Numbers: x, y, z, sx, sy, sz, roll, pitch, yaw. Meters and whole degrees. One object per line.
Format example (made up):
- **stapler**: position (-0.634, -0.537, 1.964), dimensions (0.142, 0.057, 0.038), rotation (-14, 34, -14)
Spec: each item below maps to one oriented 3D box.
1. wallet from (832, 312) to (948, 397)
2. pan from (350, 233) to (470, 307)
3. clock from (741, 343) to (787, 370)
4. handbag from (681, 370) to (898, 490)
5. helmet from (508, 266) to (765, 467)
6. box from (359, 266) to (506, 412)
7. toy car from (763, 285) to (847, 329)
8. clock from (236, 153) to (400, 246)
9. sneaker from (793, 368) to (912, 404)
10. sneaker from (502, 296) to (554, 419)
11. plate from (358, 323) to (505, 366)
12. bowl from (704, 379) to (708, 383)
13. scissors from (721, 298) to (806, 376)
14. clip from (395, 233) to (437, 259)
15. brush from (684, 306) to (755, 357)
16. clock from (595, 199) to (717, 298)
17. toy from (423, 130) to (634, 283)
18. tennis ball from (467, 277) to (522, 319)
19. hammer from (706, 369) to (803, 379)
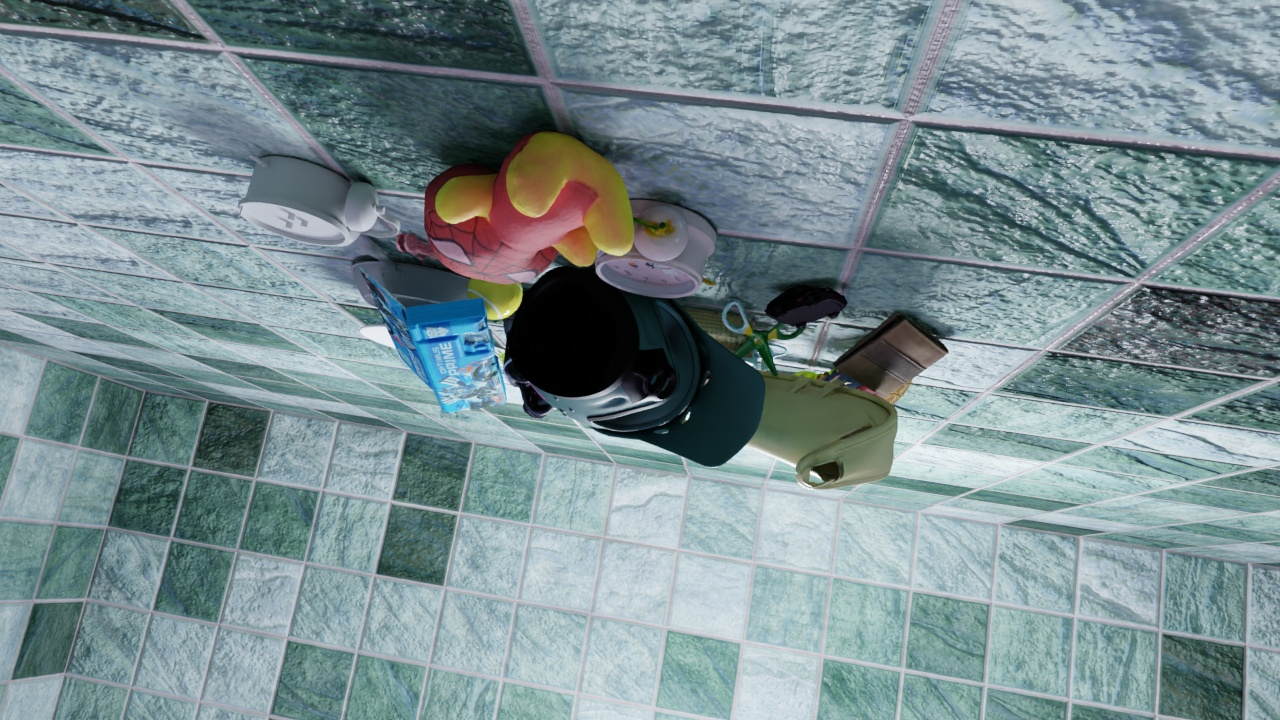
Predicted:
- **wallet**: position (0.293, -0.004, 1.071), dimensions (0.099, 0.027, 0.121), rotation (-40, 140, 25)
- **pan**: position (-0.304, -0.107, 1.150), dimensions (0.201, 0.050, 0.356), rotation (6, 170, 15)
- **clock**: position (0.141, -0.013, 1.242), dimensions (0.123, 0.042, 0.087), rotation (-8, 159, 39)
- **handbag**: position (0.178, 0.074, 1.096), dimensions (0.233, 0.089, 0.190), rotation (20, -158, 34)
- **helmet**: position (-0.006, 0.006, 1.022), dimensions (0.200, 0.176, 0.275), rotation (27, -178, -42)
- **box**: position (-0.259, -0.010, 1.141), dimensions (0.171, 0.070, 0.244), rotation (16, 154, 7)
- **toy car**: position (0.179, -0.062, 0.988), dimensions (0.042, 0.036, 0.092), rotation (21, 153, -37)
- **clock**: position (-0.320, -0.149, 0.918), dimensions (0.159, 0.061, 0.120), rotation (18, 165, -29)
- **sneaker**: position (0.265, 0.036, 1.210), dimensions (0.116, 0.091, 0.243), rotation (1, 144, -31)
- **sneaker**: position (-0.124, 0.011, 1.278), dimensions (0.097, 0.150, 0.252), rotation (5, 168, 16)
- **plate**: position (-0.280, -0.033, 1.305), dimensions (0.229, 0.030, 0.229), rotation (9, 170, 1)
- **bowl**: position (0.096, 0.036, 1.431), dimensions (0.177, 0.057, 0.177), rotation (9, 168, 2)
- **scissors**: position (0.138, -0.030, 1.098), dimensions (0.130, 0.011, 0.126), rotation (37, 125, -19)
- **clip**: position (-0.252, -0.128, 1.054), dimensions (0.044, 0.023, 0.060), rotation (4, 169, 5)
- **brush**: position (0.085, -0.038, 1.138), dimensions (0.117, 0.049, 0.039), rotation (8, 149, 4)
- **clock**: position (0.004, -0.108, 0.859), dimensions (0.117, 0.058, 0.158), rotation (4, 166, 23)
- **toy**: position (-0.106, -0.125, 0.782), dimensions (0.147, 0.098, 0.217), rotation (31, 156, -34)
- **tennis ball**: position (-0.174, -0.082, 1.097), dimensions (0.065, 0.065, 0.065), rotation (9, 168, 2)
- **hammer**: position (0.163, 0.027, 1.316), dimensions (0.326, 0.036, 0.140), rotation (5, -160, -1)
